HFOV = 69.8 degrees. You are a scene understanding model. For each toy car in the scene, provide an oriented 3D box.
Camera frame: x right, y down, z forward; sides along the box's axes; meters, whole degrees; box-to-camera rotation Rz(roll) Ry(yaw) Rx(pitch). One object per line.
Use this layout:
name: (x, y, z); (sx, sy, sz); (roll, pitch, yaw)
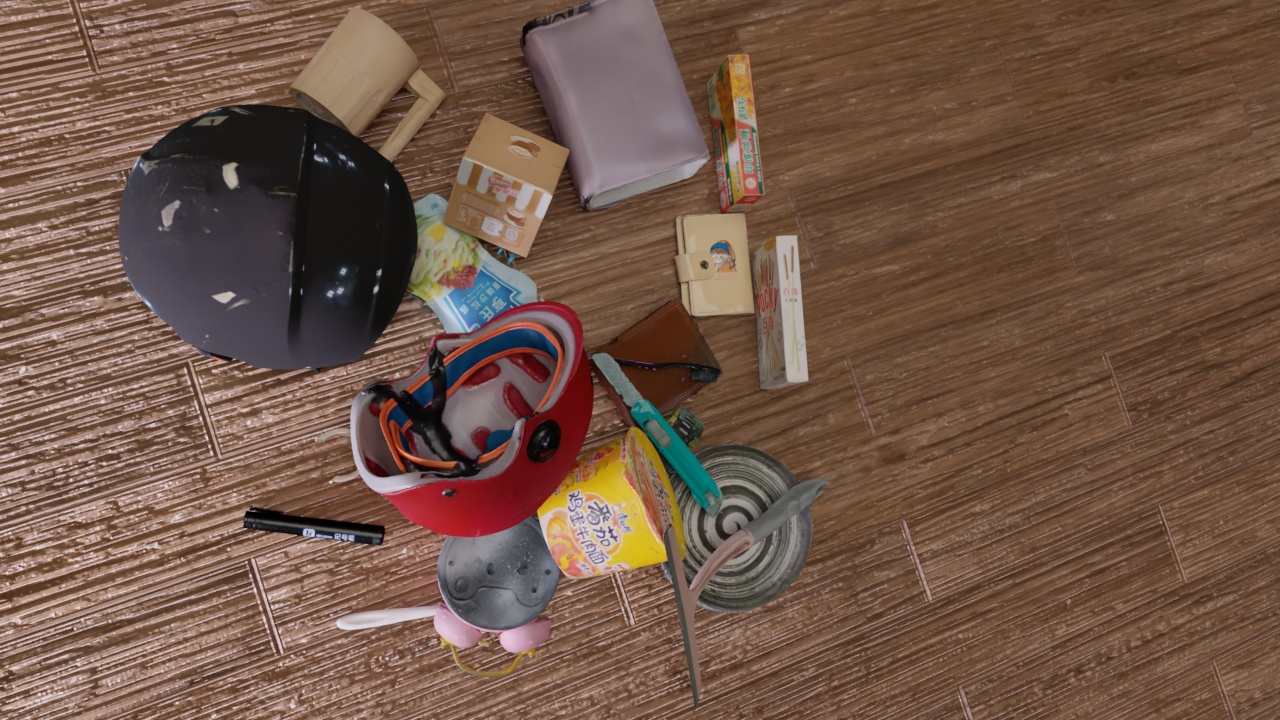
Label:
toy car: (0.027, 0.092, 0.974); (0.043, 0.036, 0.091); (41, 86, -12)

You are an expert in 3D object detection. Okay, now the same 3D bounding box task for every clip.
clip: (-0.270, 0.097, 0.908); (0.103, 0.035, 0.092); (7, 78, -20)
clip: (-0.130, -0.123, 0.964); (0.043, 0.014, 0.056); (36, 50, -9)

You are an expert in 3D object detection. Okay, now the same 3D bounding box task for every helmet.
helmet: (-0.342, -0.114, 0.825); (0.275, 0.230, 0.233); (1, 81, 7)
helmet: (-0.137, 0.066, 0.862); (0.239, 0.207, 0.144); (-37, 130, -17)

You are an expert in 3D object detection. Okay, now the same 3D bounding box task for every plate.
plate: (0.098, 0.180, 0.989); (0.179, 0.024, 0.179); (2, 82, -14)

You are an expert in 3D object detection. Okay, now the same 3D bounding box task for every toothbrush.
toothbrush: (-0.006, 0.006, 0.958); (0.189, 0.014, 0.018); (6, 99, -15)
toothbrush: (-0.209, 0.250, 0.915); (0.180, 0.016, 0.016); (-5, 70, -11)

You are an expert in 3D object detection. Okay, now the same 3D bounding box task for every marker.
marker: (-0.317, 0.162, 0.896); (0.132, 0.020, 0.022); (10, 52, -11)

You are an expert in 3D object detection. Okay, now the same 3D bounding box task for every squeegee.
squeegee: (0.109, 0.189, 0.940); (0.248, 0.040, 0.248); (-35, 131, -33)

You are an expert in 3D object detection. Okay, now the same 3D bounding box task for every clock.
clock: (-0.140, 0.225, 0.894); (0.117, 0.060, 0.158); (7, 67, -8)

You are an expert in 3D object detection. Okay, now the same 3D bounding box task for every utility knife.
utility knife: (0.020, 0.076, 0.946); (0.029, 0.013, 0.216); (-39, 101, -2)

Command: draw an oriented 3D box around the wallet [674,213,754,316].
wallet: (0.080, -0.106, 1.017); (0.087, 0.024, 0.115); (-4, 86, -12)

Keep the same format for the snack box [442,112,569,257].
snack box: (-0.135, -0.176, 0.926); (0.092, 0.095, 0.076); (22, 49, -10)

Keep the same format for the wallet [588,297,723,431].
wallet: (0.016, 0.006, 0.986); (0.124, 0.032, 0.101); (-34, 95, -14)

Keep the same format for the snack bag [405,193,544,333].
snack bag: (-0.181, -0.075, 0.946); (0.191, 0.039, 0.110); (44, 65, -6)

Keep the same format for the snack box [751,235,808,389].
snack box: (0.150, -0.050, 0.995); (0.027, 0.085, 0.156); (-3, 84, -12)

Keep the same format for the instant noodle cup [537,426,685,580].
instant noodle cup: (-0.031, 0.147, 0.901); (0.110, 0.138, 0.138); (-21, 89, 11)

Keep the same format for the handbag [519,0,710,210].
handbag: (-0.030, -0.273, 0.971); (0.144, 0.098, 0.197); (-20, 90, -16)

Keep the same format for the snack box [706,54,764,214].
snack box: (0.104, -0.247, 1.010); (0.027, 0.077, 0.155); (-5, 85, -14)

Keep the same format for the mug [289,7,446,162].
mug: (-0.275, -0.273, 0.931); (0.124, 0.084, 0.103); (42, 76, -33)
